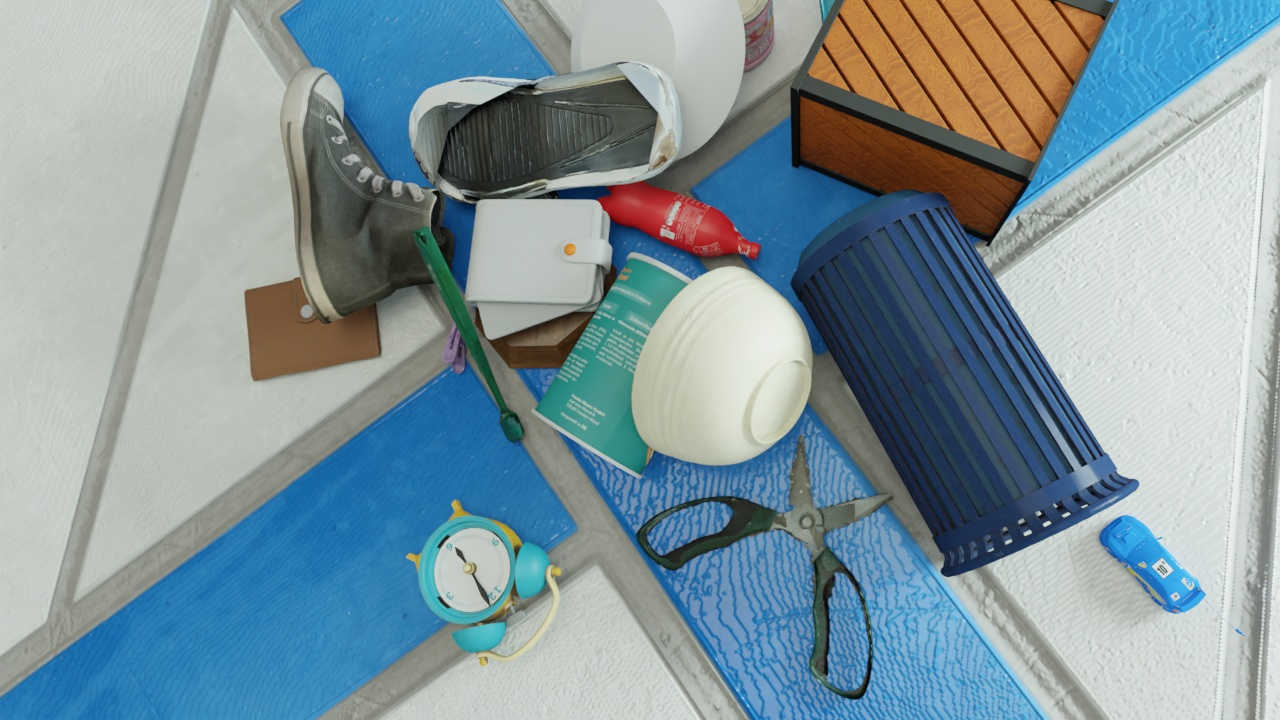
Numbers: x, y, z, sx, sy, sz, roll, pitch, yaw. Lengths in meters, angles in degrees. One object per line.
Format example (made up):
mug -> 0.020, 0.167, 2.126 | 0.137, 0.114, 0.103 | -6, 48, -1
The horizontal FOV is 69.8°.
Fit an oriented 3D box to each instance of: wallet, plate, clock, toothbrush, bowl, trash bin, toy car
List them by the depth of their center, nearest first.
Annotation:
toy car -> 0.369, 0.149, 0.636 | 0.033, 0.062, 0.092 | -40, 75, 1
trash bin -> 0.216, 0.009, 0.653 | 0.139, 0.139, 0.249 | -27, 74, 4
bowl -> 0.073, 0.015, 0.661 | 0.075, 0.150, 0.150 | 28, 85, 38
trash bin -> 0.222, -0.201, 0.688 | 0.172, 0.139, 0.139 | 26, 85, 14
clock -> -0.124, 0.176, 0.732 | 0.129, 0.043, 0.099 | 39, 88, 22
toothbrush -> -0.138, -0.018, 0.742 | 0.016, 0.017, 0.190 | -24, 102, -1
plate -> -0.001, -0.248, 0.743 | 0.174, 0.036, 0.174 | 10, 107, 34
wallet -> -0.084, -0.071, 0.744 | 0.118, 0.037, 0.115 | 3, 80, 14
plate -> -0.084, -0.056, 0.775 | 0.131, 0.025, 0.131 | -2, 79, 10
wallet -> -0.292, -0.034, 0.814 | 0.121, 0.013, 0.087 | -11, 78, 6

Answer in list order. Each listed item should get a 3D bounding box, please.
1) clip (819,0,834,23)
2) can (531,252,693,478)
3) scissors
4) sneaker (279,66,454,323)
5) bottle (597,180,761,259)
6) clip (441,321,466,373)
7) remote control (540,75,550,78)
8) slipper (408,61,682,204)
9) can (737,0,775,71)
clip -> 0.160, -0.335, 0.785 | 0.030, 0.120, 0.130 | -9, 101, 5
can -> -0.004, 0.004, 0.711 | 0.099, 0.099, 0.144 | 31, 86, 14
scissors -> 0.109, 0.166, 0.705 | 0.202, 0.015, 0.205 | -18, 76, 9
sneaker -> -0.234, -0.154, 0.789 | 0.120, 0.095, 0.234 | -13, 67, -3
bottle -> 0.032, -0.115, 0.757 | 0.141, 0.042, 0.042 | 24, 84, 13
clip -> -0.156, -0.016, 0.785 | 0.013, 0.029, 0.050 | 3, 68, 9
remote control -> -0.142, -0.221, 0.822 | 0.136, 0.013, 0.033 | -15, 77, 7
slipper -> -0.080, -0.186, 0.763 | 0.264, 0.063, 0.111 | 0, 99, 31
can -> 0.078, -0.287, 0.763 | 0.067, 0.076, 0.067 | -2, 79, 10
